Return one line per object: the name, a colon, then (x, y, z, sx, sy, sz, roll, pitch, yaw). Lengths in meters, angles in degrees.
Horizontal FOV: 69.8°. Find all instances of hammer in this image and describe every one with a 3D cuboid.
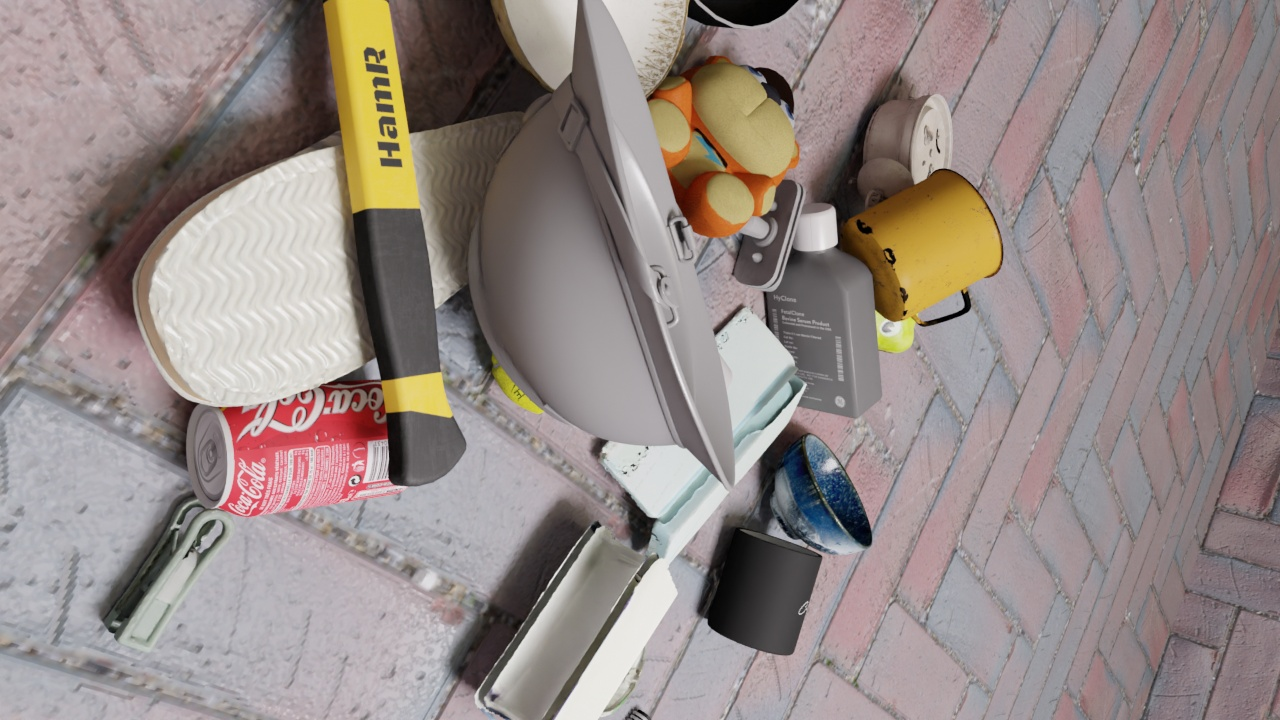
hammer: (-0.129, -0.101, 0.436, 0.169, 0.034, 0.324, -11, 93, -49)

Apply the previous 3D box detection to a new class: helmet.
helmet: (-0.035, -0.046, 0.489, 0.183, 0.118, 0.271, -69, 142, -72)

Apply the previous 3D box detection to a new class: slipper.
slipper: (-0.135, -0.065, 0.486, 0.271, 0.054, 0.114, -39, 123, -44)

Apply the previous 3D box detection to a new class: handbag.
handbag: (-0.039, 0.212, 0.667, 0.151, 0.074, 0.176, -55, 152, -19)

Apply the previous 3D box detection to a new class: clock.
clock: (0.231, -0.178, 0.835, 0.156, 0.061, 0.103, -50, 135, -35)

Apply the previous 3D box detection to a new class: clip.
clip: (-0.232, 0.104, 0.453, 0.023, 0.043, 0.075, 45, 70, -45)

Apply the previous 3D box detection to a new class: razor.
razor: (0.069, -0.111, 0.700, 0.116, 0.047, 0.088, 17, 88, -39)

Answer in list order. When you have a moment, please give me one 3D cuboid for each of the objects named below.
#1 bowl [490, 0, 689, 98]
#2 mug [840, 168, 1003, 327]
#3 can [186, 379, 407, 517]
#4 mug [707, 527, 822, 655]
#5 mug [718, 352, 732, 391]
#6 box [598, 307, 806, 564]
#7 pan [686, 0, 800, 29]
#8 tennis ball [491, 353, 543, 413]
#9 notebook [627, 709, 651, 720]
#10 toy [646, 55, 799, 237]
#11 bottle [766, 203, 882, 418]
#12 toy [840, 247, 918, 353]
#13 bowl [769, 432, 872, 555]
bowl: (-0.042, -0.219, 0.535, 0.144, 0.063, 0.145, -16, 113, -43)
mug: (0.235, -0.083, 0.769, 0.094, 0.100, 0.124, -28, 109, -5)
can: (-0.170, 0.043, 0.473, 0.104, 0.064, 0.064, -3, 103, -46)
mug: (0.112, 0.201, 0.810, 0.113, 0.078, 0.088, 28, 79, -73)
mug: (-0.004, 0.004, 0.642, 0.107, 0.071, 0.089, -36, 111, 1)
box: (0.054, 0.062, 0.732, 0.196, 0.074, 0.126, -43, 109, -34)
pan: (0.010, -0.342, 0.570, 0.355, 0.044, 0.204, 10, 93, -47)
tennis ball: (-0.060, 0.000, 0.574, 0.065, 0.065, 0.065, -15, 111, -43)
notebook: (-0.034, 0.408, 0.751, 0.206, 0.016, 0.149, -48, 132, -26)
toy: (0.054, -0.151, 0.626, 0.112, 0.096, 0.175, 46, 32, -8)
bottle: (0.151, -0.043, 0.770, 0.046, 0.084, 0.174, -30, 120, -40)
toy: (0.208, -0.064, 0.835, 0.092, 0.043, 0.118, -2, 97, -1)
bowl: (0.153, 0.128, 0.825, 0.114, 0.061, 0.114, 48, 23, -27)
